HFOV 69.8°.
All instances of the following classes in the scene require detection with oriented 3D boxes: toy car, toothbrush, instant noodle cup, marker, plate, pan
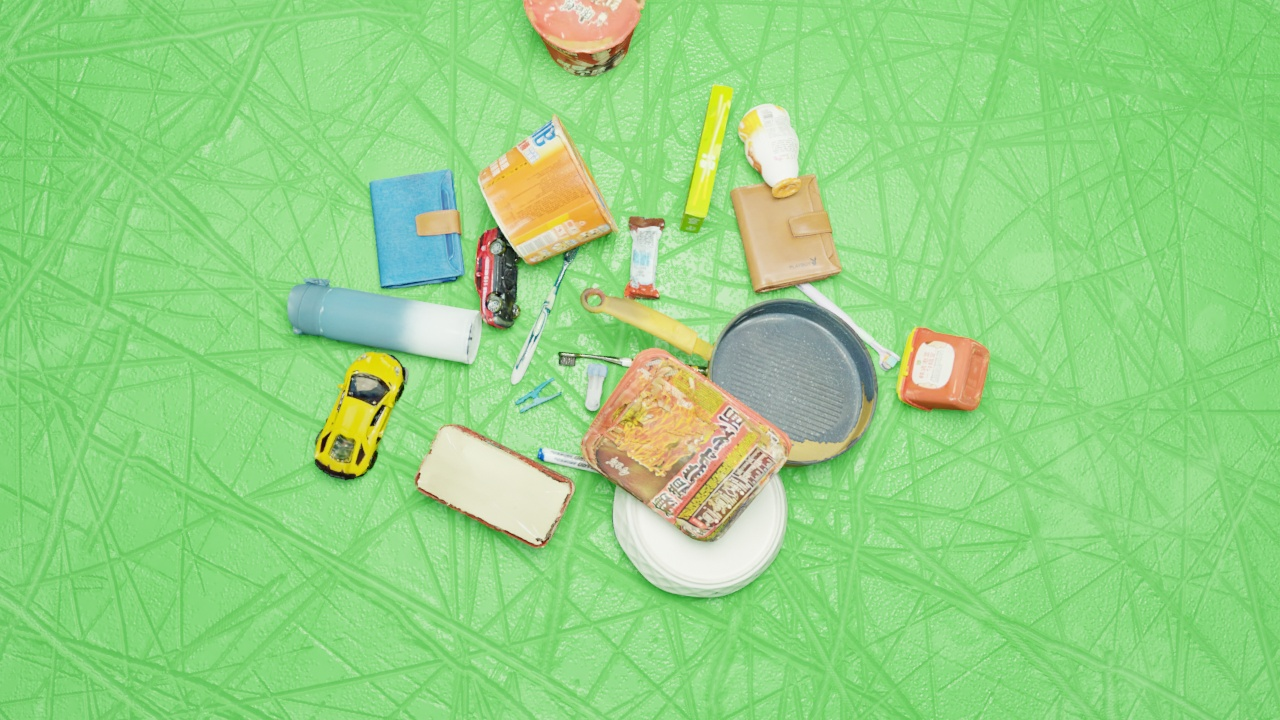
[{"bbox_3d":[-0.328,0.062,1.073,0.071,0.041,0.155,22,84,1],"label":"toy car"},{"bbox_3d":[-0.114,-0.059,1.095,0.016,0.018,0.191,23,85,1],"label":"toothbrush"},{"bbox_3d":[-0.108,-0.187,1.048,0.111,0.151,0.151,-28,86,5],"label":"instant noodle cup"},{"bbox_3d":[-0.049,0.125,1.081,0.146,0.017,0.017,13,85,1],"label":"marker"},{"bbox_3d":[0.073,0.169,1.050,0.205,0.046,0.204,1,80,-8],"label":"plate"},{"bbox_3d":[-0.006,0.006,1.094,0.186,0.012,0.017,6,91,0],"label":"toothbrush"},{"bbox_3d":[0.231,-0.057,1.098,0.189,0.029,0.021,41,46,5],"label":"toothbrush"},{"bbox_3d":[-0.169,-0.097,1.082,0.045,0.053,0.120,-6,78,23],"label":"toy car"},{"bbox_3d":[-0.063,-0.405,1.080,0.138,0.108,0.138,0,85,-1],"label":"instant noodle cup"},{"bbox_3d":[0.099,-0.004,1.034,0.357,0.078,0.197,18,69,-3],"label":"pan"},{"bbox_3d":[0.047,0.083,0.973,0.189,0.079,0.165,35,116,-2],"label":"instant noodle cup"}]

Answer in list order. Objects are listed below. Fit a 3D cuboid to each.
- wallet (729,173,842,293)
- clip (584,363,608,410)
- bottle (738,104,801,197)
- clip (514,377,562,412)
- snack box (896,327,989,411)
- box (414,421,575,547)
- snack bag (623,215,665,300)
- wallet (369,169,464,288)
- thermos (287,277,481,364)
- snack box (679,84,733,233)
[{"bbox_3d":[0.172,-0.152,1.091,0.108,0.031,0.131,-11,76,-1],"label":"wallet"},{"bbox_3d":[-0.053,0.032,1.085,0.024,0.028,0.056,7,88,-1],"label":"clip"},{"bbox_3d":[0.156,-0.246,1.081,0.063,0.063,0.108,-15,69,-2],"label":"bottle"},{"bbox_3d":[-0.122,0.042,1.089,0.056,0.014,0.041,-28,85,-4],"label":"clip"},{"bbox_3d":[0.347,0.013,1.051,0.082,0.080,0.091,19,84,-41],"label":"snack box"},{"bbox_3d":[-0.165,0.140,1.048,0.168,0.078,0.091,26,86,1],"label":"box"},{"bbox_3d":[0.004,-0.122,1.097,0.045,0.026,0.105,3,84,9],"label":"snack bag"},{"bbox_3d":[-0.266,-0.156,1.094,0.106,0.040,0.133,-7,86,3],"label":"wallet"},{"bbox_3d":[-0.298,-0.046,1.070,0.220,0.070,0.070,11,85,0],"label":"thermos"},{"bbox_3d":[0.077,-0.234,1.078,0.026,0.086,0.156,13,84,0],"label":"snack box"}]
